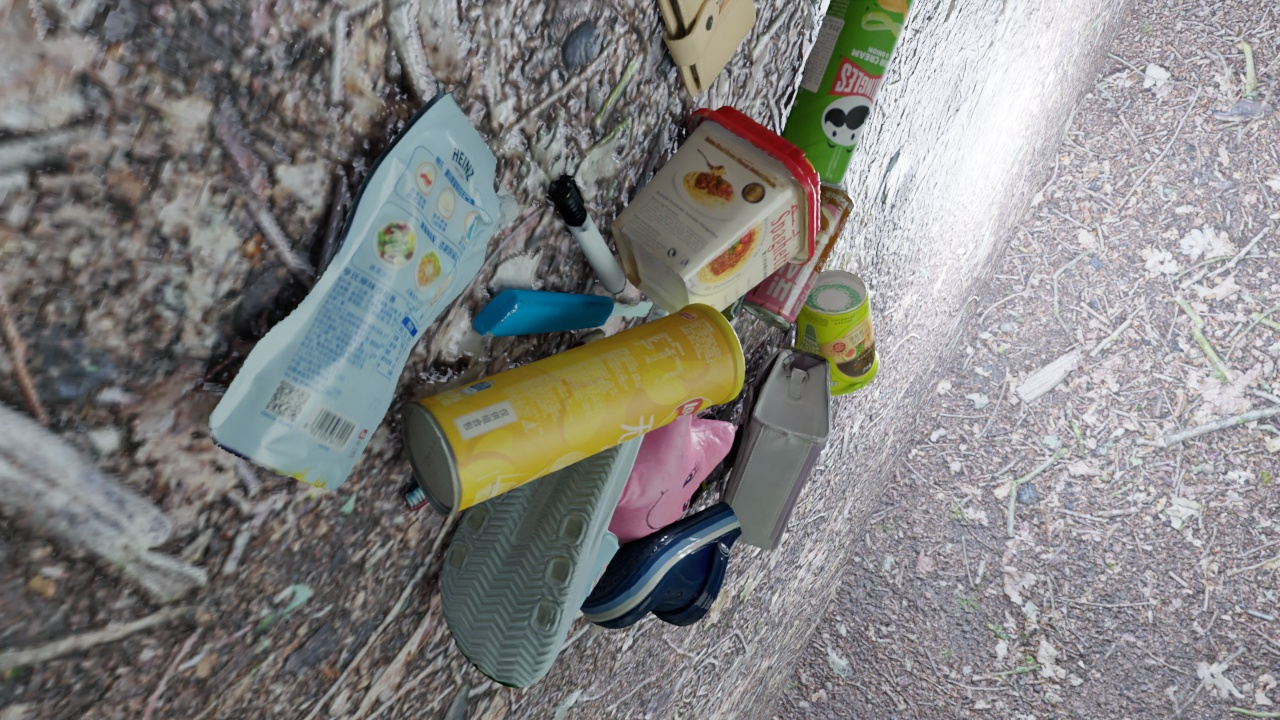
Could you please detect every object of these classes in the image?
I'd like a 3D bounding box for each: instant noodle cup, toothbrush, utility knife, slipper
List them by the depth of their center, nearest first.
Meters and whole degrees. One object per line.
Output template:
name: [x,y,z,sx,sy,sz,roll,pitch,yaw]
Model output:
toothbrush: [-0.087,0.033,0.614,0.187,0.016,0.017,-44,141,-30]
utility knife: [-0.040,-0.034,0.644,0.034,0.018,0.224,-49,163,20]
slipper: [-0.059,0.107,0.657,0.245,0.104,0.074,-66,156,-10]
instant noodle cup: [0.052,-0.098,0.663,0.124,0.116,0.116,-44,153,-13]
slipper: [0.027,0.210,0.889,0.105,0.095,0.252,-33,172,30]
instant noodle cup: [0.231,-0.039,1.100,0.111,0.112,0.124,-48,145,-30]

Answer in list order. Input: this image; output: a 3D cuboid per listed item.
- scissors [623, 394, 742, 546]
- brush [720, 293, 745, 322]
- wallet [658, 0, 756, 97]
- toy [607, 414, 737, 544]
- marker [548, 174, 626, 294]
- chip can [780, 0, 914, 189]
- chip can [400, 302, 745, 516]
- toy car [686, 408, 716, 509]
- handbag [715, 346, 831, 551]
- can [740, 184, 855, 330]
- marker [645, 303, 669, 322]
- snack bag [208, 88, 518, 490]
scissors: [0.049,0.126,0.994,0.152,0.022,0.235,4,111,-64]
brush: [0.072,-0.087,0.779,0.073,0.055,0.144,-60,173,-79]
wallet: [0.043,-0.234,0.597,0.087,0.024,0.115,-57,157,-11]
toy: [0.019,0.094,0.818,0.178,0.074,0.195,-31,151,-25]
marker: [-0.032,-0.080,0.612,0.022,0.018,0.131,-66,158,-15]
chip can: [0.183,-0.269,0.784,0.072,0.072,0.236,-18,130,-59]
chip can: [-0.035,0.026,0.570,0.212,0.072,0.072,-20,136,-32]
toy car: [0.047,0.104,0.944,0.056,0.037,0.123,-23,132,-47]
handbag: [0.149,0.100,1.058,0.144,0.098,0.197,-65,172,-49]
can: [0.159,-0.107,0.924,0.147,0.058,0.058,-62,157,-2]
marker: [-0.005,0.004,0.760,0.145,0.017,0.017,-65,157,5]
snack bag: [-0.126,-0.030,0.450,0.191,0.039,0.110,-60,151,-9]
